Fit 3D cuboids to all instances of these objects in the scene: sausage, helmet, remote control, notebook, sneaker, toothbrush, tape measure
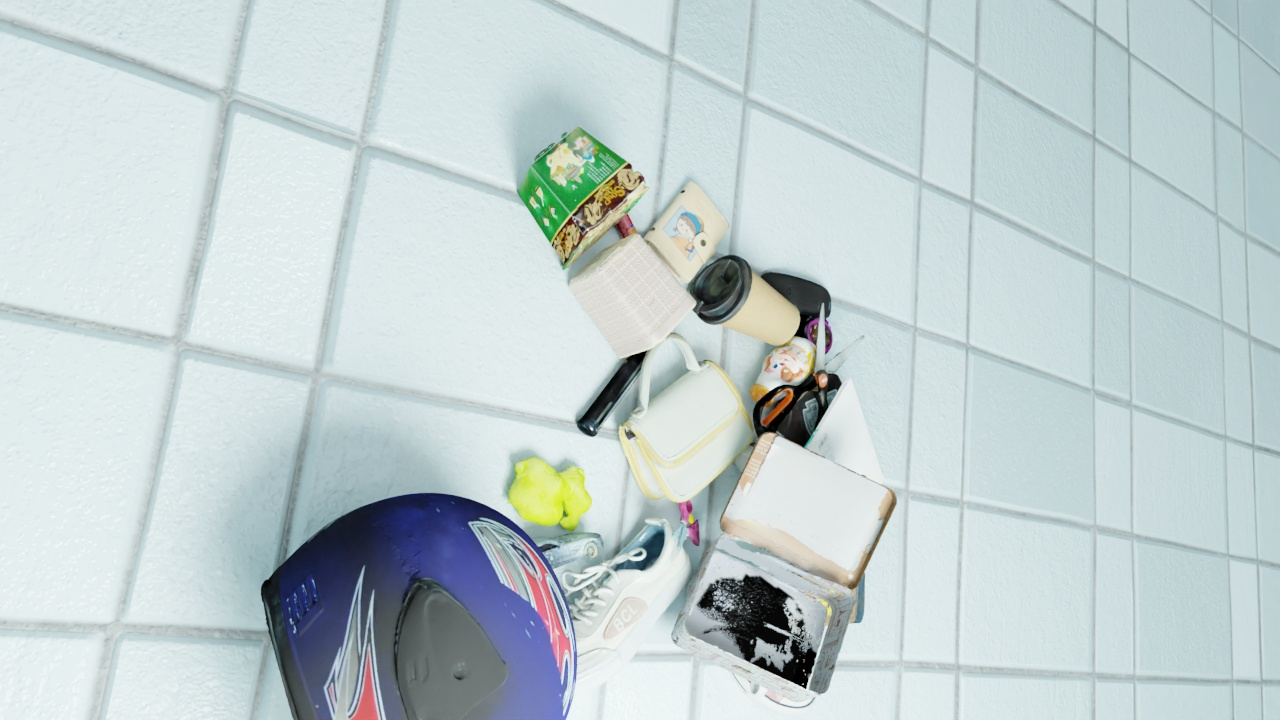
[{"bbox_3d":[-0.001,-0.130,1.126,0.020,0.020,0.156,-33,102,-33],"label":"sausage"},{"bbox_3d":[-0.173,0.271,0.805,0.240,0.248,0.315,-17,87,-17],"label":"helmet"},{"bbox_3d":[0.220,-0.090,1.268,0.136,0.024,0.053,11,78,-33],"label":"remote control"},{"bbox_3d":[0.271,0.146,1.230,0.150,0.012,0.209,-51,134,-29],"label":"notebook"},{"bbox_3d":[0.153,0.347,1.120,0.118,0.088,0.241,-45,107,-31],"label":"sneaker"},{"bbox_3d":[-0.035,0.262,1.000,0.241,0.090,0.091,-39,120,-36],"label":"sneaker"},{"bbox_3d":[-0.007,0.006,1.099,0.212,0.026,0.027,-52,124,-29],"label":"toothbrush"},{"bbox_3d":[0.237,-0.032,1.262,0.057,0.039,0.057,23,71,-30],"label":"tape measure"}]

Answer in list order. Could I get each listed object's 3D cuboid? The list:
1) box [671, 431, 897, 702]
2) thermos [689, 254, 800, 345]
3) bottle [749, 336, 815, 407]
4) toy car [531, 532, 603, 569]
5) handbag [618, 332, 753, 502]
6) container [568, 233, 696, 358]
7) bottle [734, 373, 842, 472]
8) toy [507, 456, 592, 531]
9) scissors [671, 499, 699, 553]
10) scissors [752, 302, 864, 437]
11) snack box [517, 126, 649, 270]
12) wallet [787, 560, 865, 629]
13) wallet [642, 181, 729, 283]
[{"bbox_3d":[0.168,0.234,1.057,0.179,0.110,0.258,25,64,1],"label":"box"},{"bbox_3d":[0.136,-0.071,1.175,0.143,0.093,0.093,26,69,-38],"label":"thermos"},{"bbox_3d":[0.189,0.017,1.207,0.108,0.063,0.063,-42,107,-31],"label":"bottle"},{"bbox_3d":[-0.096,0.206,0.990,0.120,0.054,0.037,-11,91,-35],"label":"toy car"},{"bbox_3d":[0.048,0.061,1.098,0.163,0.063,0.179,-36,108,-34],"label":"handbag"},{"bbox_3d":[-0.013,-0.077,1.069,0.111,0.090,0.090,52,59,-14],"label":"container"},{"bbox_3d":[0.201,0.089,1.218,0.194,0.044,0.080,-33,109,-32],"label":"bottle"},{"bbox_3d":[-0.099,0.148,1.011,0.100,0.031,0.097,-19,96,-35],"label":"toy"},{"bbox_3d":[0.054,0.204,1.068,0.137,0.017,0.073,-55,127,-75],"label":"scissors"},{"bbox_3d":[0.227,0.045,1.187,0.234,0.022,0.221,-28,115,-33],"label":"scissors"},{"bbox_3d":[-0.071,-0.189,1.034,0.105,0.118,0.118,47,68,-3],"label":"snack box"},{"bbox_3d":[0.249,0.310,1.228,0.115,0.033,0.090,4,82,-31],"label":"wallet"},{"bbox_3d":[0.061,-0.161,1.172,0.087,0.024,0.115,45,60,-15],"label":"wallet"}]
